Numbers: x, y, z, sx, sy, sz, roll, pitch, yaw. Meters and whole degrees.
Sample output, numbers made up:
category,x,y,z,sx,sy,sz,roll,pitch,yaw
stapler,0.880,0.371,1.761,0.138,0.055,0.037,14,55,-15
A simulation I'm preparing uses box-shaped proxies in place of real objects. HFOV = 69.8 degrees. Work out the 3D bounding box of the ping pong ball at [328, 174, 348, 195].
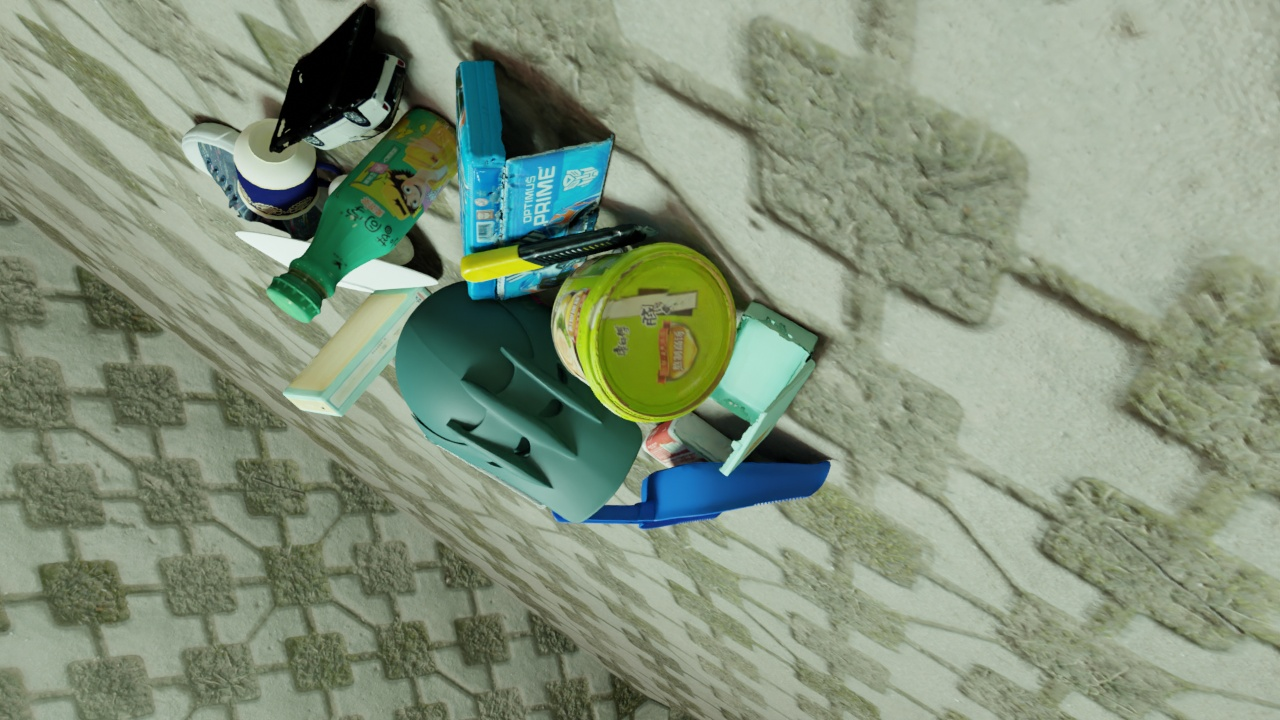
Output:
category,x,y,z,sx,sy,sz,roll,pitch,yaw
ping pong ball,-0.317,-0.181,0.995,0.040,0.040,0.040,28,157,13

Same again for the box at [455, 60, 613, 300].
category,x,y,z,sx,sy,sz,roll,pitch,yaw
box,-0.096,-0.142,0.787,0.115,0.093,0.244,-5,160,-12

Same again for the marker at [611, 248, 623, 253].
category,x,y,z,sx,sy,sz,roll,pitch,yaw
marker,-0.009,-0.059,0.863,0.014,0.014,0.132,23,155,24

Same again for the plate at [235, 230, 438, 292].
category,x,y,z,sx,sy,sz,roll,pitch,yaw
plate,-0.353,-0.105,1.069,0.229,0.030,0.229,12,177,0

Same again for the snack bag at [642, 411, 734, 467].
category,x,y,z,sx,sy,sz,roll,pitch,yaw
snack bag,0.054,0.100,1.064,0.077,0.036,0.116,36,157,-7

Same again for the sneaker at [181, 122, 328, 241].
category,x,y,z,sx,sy,sz,roll,pitch,yaw
sneaker,-0.465,-0.208,1.089,0.235,0.079,0.087,26,156,17

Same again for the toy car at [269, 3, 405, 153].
category,x,y,z,sx,sy,sz,roll,pitch,yaw
toy car,-0.254,-0.225,0.793,0.071,0.094,0.192,23,166,-35

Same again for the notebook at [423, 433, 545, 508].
category,x,y,z,sx,sy,sz,roll,pitch,yaw
notebook,-0.155,0.121,1.230,0.178,0.013,0.245,28,-166,13

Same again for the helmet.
category,x,y,z,sx,sy,sz,roll,pitch,yaw
helmet,-0.124,0.034,0.934,0.275,0.176,0.200,37,-173,3

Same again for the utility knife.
category,x,y,z,sx,sy,sz,roll,pitch,yaw
utility knife,-0.068,-0.092,0.765,0.173,0.020,0.029,-10,161,11

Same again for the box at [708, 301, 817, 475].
category,x,y,z,sx,sy,sz,roll,pitch,yaw
box,0.093,0.038,0.822,0.077,0.092,0.188,30,157,6

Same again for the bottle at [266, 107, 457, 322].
category,x,y,z,sx,sy,sz,roll,pitch,yaw
bottle,-0.233,-0.123,0.783,0.068,0.209,0.068,28,157,13

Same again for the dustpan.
category,x,y,z,sx,sy,sz,roll,pitch,yaw
dustpan,0.033,0.147,0.989,0.257,0.059,0.246,5,164,-18

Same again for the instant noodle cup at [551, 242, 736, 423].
category,x,y,z,sx,sy,sz,roll,pitch,yaw
instant noodle cup,-0.002,-0.028,0.767,0.146,0.146,0.098,48,165,-30

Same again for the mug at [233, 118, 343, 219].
category,x,y,z,sx,sy,sz,roll,pitch,yaw
mug,-0.376,-0.209,0.984,0.111,0.085,0.089,2,161,-17

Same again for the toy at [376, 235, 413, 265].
category,x,y,z,sx,sy,sz,roll,pitch,yaw
toy,-0.299,-0.135,1.051,0.087,0.050,0.112,25,-176,11

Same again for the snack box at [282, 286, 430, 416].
category,x,y,z,sx,sy,sz,roll,pitch,yaw
snack box,-0.362,-0.016,1.182,0.142,0.193,0.044,2,139,51
